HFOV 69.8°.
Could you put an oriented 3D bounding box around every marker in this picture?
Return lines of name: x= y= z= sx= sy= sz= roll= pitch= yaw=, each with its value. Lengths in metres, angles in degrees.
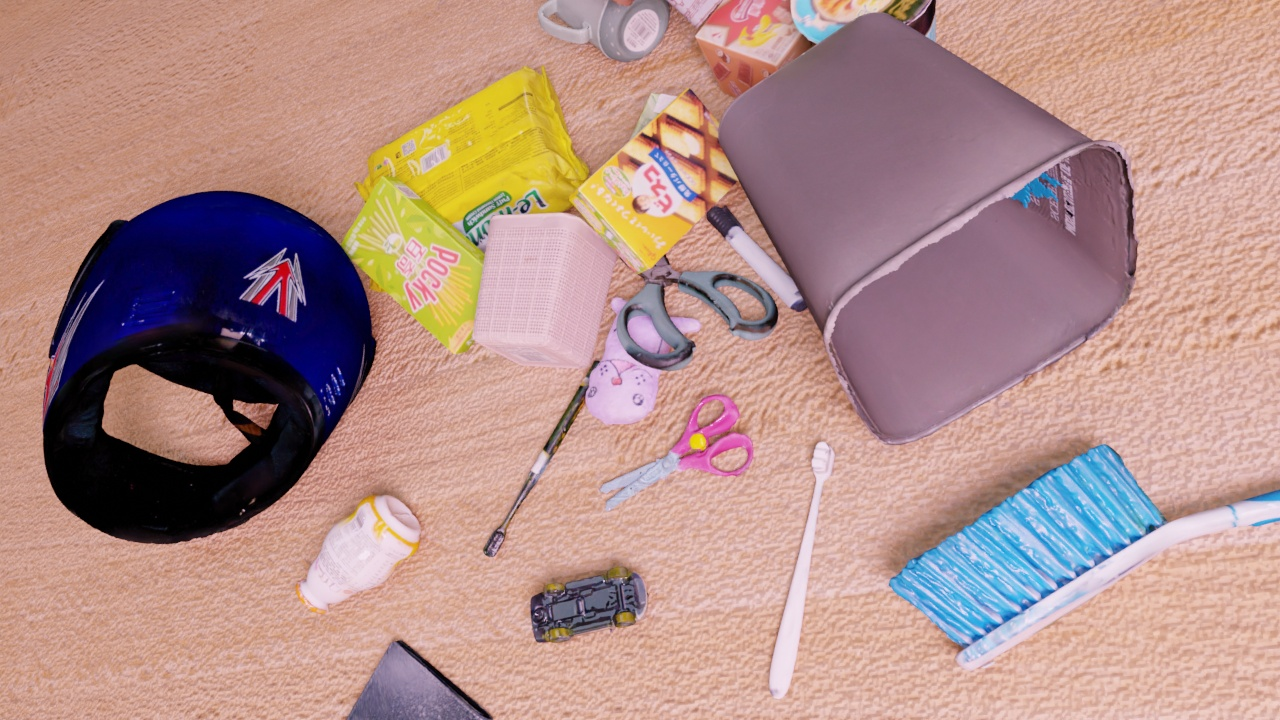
marker: x=0.096 y=-0.086 z=0.753 sx=0.022 sy=0.018 sz=0.130 roll=-36 pitch=56 yaw=-4

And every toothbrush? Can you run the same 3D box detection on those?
toothbrush: x=-0.079 y=0.080 z=0.760 sx=0.012 sy=0.017 sz=0.185 roll=31 pitch=80 yaw=-6
toothbrush: x=0.112 y=0.143 z=0.638 sx=0.016 sy=0.016 sz=0.179 roll=5 pitch=69 yaw=30

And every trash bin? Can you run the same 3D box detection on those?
trash bin: x=0.179 y=-0.100 z=0.624 sx=0.199 sy=0.199 sz=0.219 roll=-32 pitch=50 yaw=8

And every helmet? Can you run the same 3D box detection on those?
helmet: x=-0.384 y=-0.009 z=0.827 sx=0.316 sy=0.247 sz=0.240 roll=-42 pitch=37 yaw=30

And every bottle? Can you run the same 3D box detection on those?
bottle: x=-0.239 y=0.164 z=0.770 sx=0.108 sy=0.063 sz=0.063 roll=-43 pitch=56 yaw=2

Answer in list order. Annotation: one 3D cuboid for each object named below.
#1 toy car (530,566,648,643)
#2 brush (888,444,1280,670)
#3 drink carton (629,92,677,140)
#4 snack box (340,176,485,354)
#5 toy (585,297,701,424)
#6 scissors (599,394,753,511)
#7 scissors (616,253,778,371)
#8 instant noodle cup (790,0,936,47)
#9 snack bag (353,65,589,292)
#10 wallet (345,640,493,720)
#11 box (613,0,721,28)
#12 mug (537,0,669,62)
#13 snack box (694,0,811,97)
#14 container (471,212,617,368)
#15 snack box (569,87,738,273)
toy car: x=-0.036 y=0.183 z=0.681 sx=0.090 sy=0.035 sz=0.042 roll=-17 pitch=62 yaw=11
brush: x=0.311 y=0.092 z=0.549 sx=0.314 sy=0.060 sz=0.109 roll=-35 pitch=62 yaw=5
drink carton: x=0.013 y=-0.171 z=0.812 sx=0.045 sy=0.053 sz=0.122 roll=17 pitch=75 yaw=29
snack box: x=-0.197 y=-0.088 z=0.841 sx=0.156 sy=0.026 sz=0.086 roll=42 pitch=109 yaw=9
toy: x=-0.004 y=0.004 z=0.746 sx=0.084 sy=0.039 sz=0.107 roll=14 pitch=69 yaw=25
scissors: x=0.027 y=0.086 z=0.710 sx=0.137 sy=0.017 sz=0.072 roll=-37 pitch=66 yaw=11
scissors: x=0.017 y=-0.047 z=0.743 sx=0.161 sy=0.019 sz=0.179 roll=-33 pitch=48 yaw=-26
instant noodle cup: x=0.186 y=-0.255 z=0.727 sx=0.111 sy=0.120 sz=0.111 roll=-10 pitch=64 yaw=21
snack bag: x=-0.172 y=-0.180 z=0.899 sx=0.247 sy=0.068 sz=0.158 roll=-26 pitch=58 yaw=14
wallet: x=-0.180 y=0.289 z=0.712 sx=0.121 sy=0.019 sz=0.097 roll=25 pitch=80 yaw=34
box: x=0.028 y=-0.411 z=0.799 sx=0.158 sy=0.217 sz=0.180 roll=-54 pitch=8 yaw=41
mug: x=-0.041 y=-0.342 z=0.893 sx=0.111 sy=0.082 sz=0.106 roll=-31 pitch=58 yaw=-18
snack box: x=0.120 y=-0.278 z=0.796 sx=0.094 sy=0.077 sz=0.092 roll=34 pitch=84 yaw=34
container: x=-0.083 y=-0.056 z=0.781 sx=0.090 sy=0.090 sz=0.110 roll=3 pitch=75 yaw=28
snack box: x=0.019 y=-0.149 z=0.763 sx=0.140 sy=0.087 sz=0.034 roll=-45 pitch=11 yaw=-16
